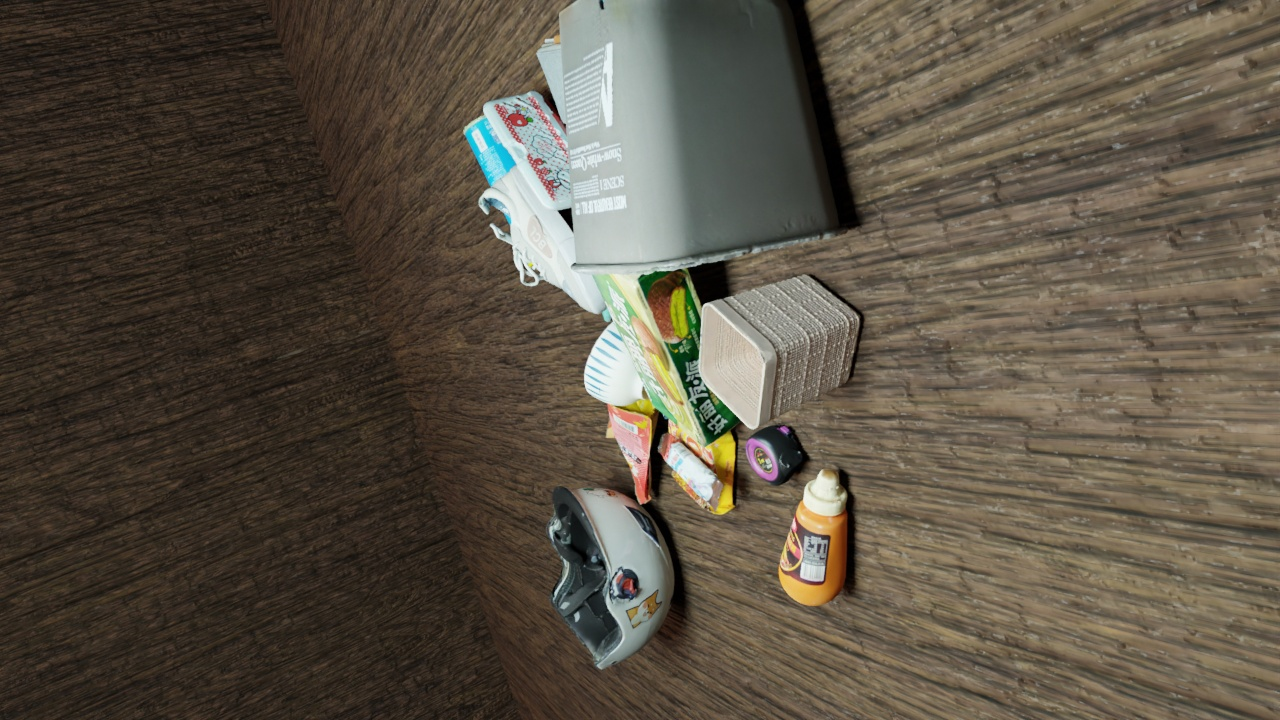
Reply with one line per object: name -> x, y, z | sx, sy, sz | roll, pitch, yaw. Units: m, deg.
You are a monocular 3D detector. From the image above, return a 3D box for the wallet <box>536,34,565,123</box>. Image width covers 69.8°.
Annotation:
wallet -> -0.071, -0.325, 1.059 | 0.130, 0.037, 0.106 | 27, 143, 59

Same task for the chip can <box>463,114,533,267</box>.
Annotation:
chip can -> -0.168, -0.237, 1.274 | 0.210, 0.071, 0.071 | 64, 157, -1

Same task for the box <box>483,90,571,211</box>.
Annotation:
box -> -0.118, -0.242, 1.153 | 0.201, 0.100, 0.095 | 57, 153, 28

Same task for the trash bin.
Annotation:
trash bin -> 0.036, -0.192, 0.756 | 0.199, 0.198, 0.220 | 12, 114, 63

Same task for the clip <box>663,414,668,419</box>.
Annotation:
clip -> 0.036, 0.045, 1.147 | 0.037, 0.025, 0.058 | -11, 94, 59

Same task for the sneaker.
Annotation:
sneaker -> -0.128, -0.145, 1.168 | 0.242, 0.091, 0.089 | 57, 180, 23

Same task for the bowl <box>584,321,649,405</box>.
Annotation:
bowl -> -0.007, 0.006, 1.107 | 0.066, 0.116, 0.117 | 31, 140, 26

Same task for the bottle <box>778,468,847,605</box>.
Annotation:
bottle -> 0.176, 0.171, 0.906 | 0.067, 0.066, 0.150 | 41, 137, 48

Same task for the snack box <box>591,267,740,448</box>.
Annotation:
snack box -> 0.027, -0.025, 0.983 | 0.114, 0.063, 0.240 | 39, 159, 50

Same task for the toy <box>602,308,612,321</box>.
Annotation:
toy -> -0.022, -0.085, 1.163 | 0.092, 0.030, 0.096 | 28, 126, 51

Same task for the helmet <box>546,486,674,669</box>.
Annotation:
helmet -> -0.033, 0.304, 1.348 | 0.230, 0.156, 0.274 | 26, 122, 60

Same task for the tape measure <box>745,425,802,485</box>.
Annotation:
tape measure -> 0.139, 0.096, 0.946 | 0.058, 0.039, 0.057 | 52, 152, 24

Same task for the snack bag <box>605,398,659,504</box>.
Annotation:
snack bag -> -0.013, 0.096, 1.254 | 0.208, 0.073, 0.128 | 93, 152, -53

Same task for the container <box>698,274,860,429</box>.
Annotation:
container -> 0.123, -0.012, 0.800 | 0.090, 0.110, 0.090 | 47, 149, 42

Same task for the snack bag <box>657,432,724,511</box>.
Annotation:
snack bag -> 0.059, 0.126, 1.061 | 0.105, 0.026, 0.045 | 42, 134, 33

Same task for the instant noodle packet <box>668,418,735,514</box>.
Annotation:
instant noodle packet -> 0.071, 0.113, 1.103 | 0.111, 0.044, 0.129 | 36, 140, 46
